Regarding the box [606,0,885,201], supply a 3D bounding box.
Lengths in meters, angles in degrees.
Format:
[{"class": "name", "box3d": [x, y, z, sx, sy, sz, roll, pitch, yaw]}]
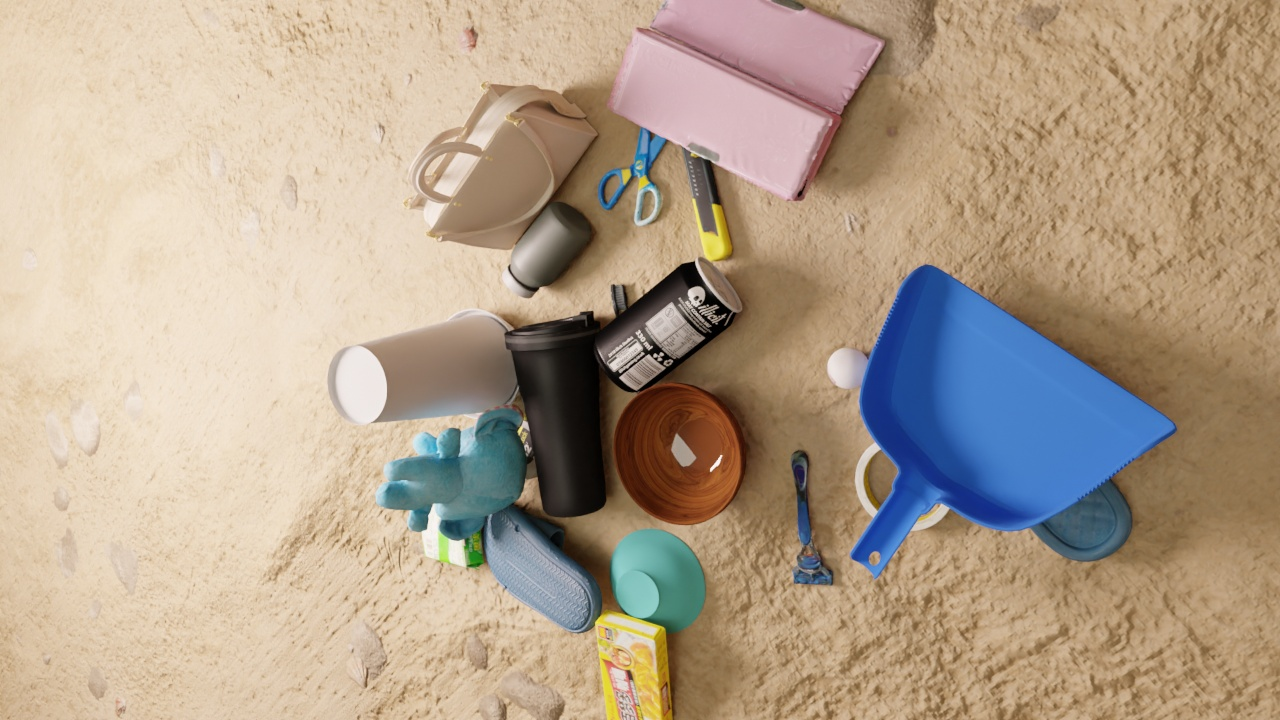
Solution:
[{"class": "box", "box3d": [0.094, -0.280, 0.897, 0.233, 0.050, 0.180, 31, 102, 21]}]

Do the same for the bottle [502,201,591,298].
[{"class": "bottle", "box3d": [-0.107, -0.122, 1.026, 0.109, 0.060, 0.060, -46, 75, 25]}]

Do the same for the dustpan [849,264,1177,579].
[{"class": "dustpan", "box3d": [0.269, 0.087, 0.803, 0.245, 0.059, 0.258, 43, 120, 33]}]

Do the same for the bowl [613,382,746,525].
[{"class": "bowl", "box3d": [0.051, 0.092, 0.963, 0.147, 0.068, 0.147, 4, 99, 29]}]

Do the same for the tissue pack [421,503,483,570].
[{"class": "tissue pack", "box3d": [-0.236, 0.201, 1.142, 0.100, 0.034, 0.114, 2, 97, 44]}]

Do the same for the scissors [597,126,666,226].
[{"class": "scissors", "box3d": [0.008, -0.204, 0.980, 0.097, 0.020, 0.133, 44, 115, 14]}]

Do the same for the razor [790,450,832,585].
[{"class": "razor", "box3d": [0.167, 0.162, 0.938, 0.044, 0.018, 0.141, -6, 94, 29]}]

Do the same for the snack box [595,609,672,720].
[{"class": "snack box", "box3d": [-0.006, 0.353, 1.025, 0.075, 0.025, 0.152, 10, 120, 27]}]

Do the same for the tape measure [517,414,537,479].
[{"class": "tape measure", "box3d": [-0.137, 0.102, 1.095, 0.065, 0.016, 0.064, 35, 111, 20]}]

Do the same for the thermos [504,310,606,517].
[{"class": "thermos", "box3d": [-0.086, 0.059, 1.020, 0.106, 0.105, 0.219, -1, 101, 28]}]

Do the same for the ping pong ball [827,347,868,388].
[{"class": "ping pong ball", "box3d": [0.201, 0.007, 0.887, 0.040, 0.040, 0.040, 4, 98, 28]}]

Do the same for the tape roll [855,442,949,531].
[{"class": "tape roll", "box3d": [0.256, 0.117, 0.884, 0.094, 0.019, 0.094, 4, 98, 27]}]

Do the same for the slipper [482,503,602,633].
[{"class": "slipper", "box3d": [-0.117, 0.241, 1.079, 0.214, 0.059, 0.104, 33, 115, 35]}]

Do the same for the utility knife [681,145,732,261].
[{"class": "utility knife", "box3d": [0.061, -0.194, 0.951, 0.029, 0.020, 0.186, -15, 87, 26]}]

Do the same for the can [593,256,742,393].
[{"class": "can", "box3d": [0.027, -0.035, 0.947, 0.146, 0.080, 0.080, -38, 78, 20]}]

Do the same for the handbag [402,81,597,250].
[{"class": "handbag", "box3d": [-0.166, -0.206, 0.969, 0.101, 0.197, 0.195, 49, 115, 15]}]

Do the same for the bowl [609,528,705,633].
[{"class": "bowl", "box3d": [0.007, 0.252, 1.019, 0.121, 0.046, 0.121, 4, 98, 28]}]

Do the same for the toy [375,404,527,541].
[{"class": "toy", "box3d": [-0.215, 0.124, 1.026, 0.115, 0.180, 0.184, 45, 120, 40]}]

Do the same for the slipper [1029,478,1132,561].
[{"class": "slipper", "box3d": [0.340, 0.088, 0.814, 0.104, 0.059, 0.213, -42, 78, 29]}]

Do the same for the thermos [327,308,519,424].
[{"class": "thermos", "box3d": [-0.234, 0.014, 1.019, 0.132, 0.221, 0.131, 4, 98, 28]}]

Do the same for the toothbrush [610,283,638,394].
[{"class": "toothbrush", "box3d": [-0.006, 0.006, 1.015, 0.017, 0.014, 0.188, -13, 90, 21]}]
